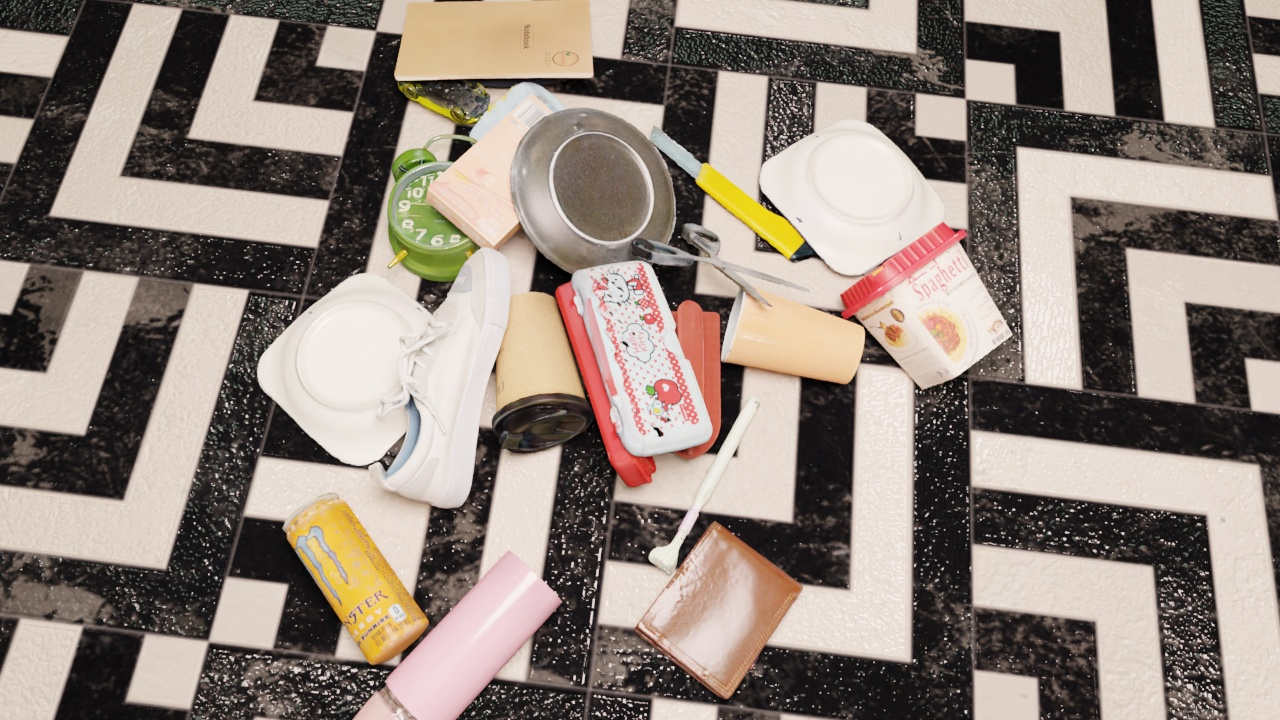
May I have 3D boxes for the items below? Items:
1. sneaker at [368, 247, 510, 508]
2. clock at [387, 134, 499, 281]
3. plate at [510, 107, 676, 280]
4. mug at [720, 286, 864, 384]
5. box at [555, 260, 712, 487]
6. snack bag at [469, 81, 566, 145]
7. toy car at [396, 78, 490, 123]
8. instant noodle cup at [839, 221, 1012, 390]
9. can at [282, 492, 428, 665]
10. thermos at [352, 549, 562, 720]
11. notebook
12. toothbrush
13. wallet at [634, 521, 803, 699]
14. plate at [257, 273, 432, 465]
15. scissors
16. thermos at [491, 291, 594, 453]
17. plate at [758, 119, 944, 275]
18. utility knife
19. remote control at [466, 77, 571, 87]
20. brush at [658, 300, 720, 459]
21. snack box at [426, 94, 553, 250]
[{"bbox_3d":[-0.184,0.007,0.830,0.090,0.090,0.242,17,76,-28],"label":"sneaker"},{"bbox_3d":[-0.197,-0.158,0.927,0.116,0.056,0.161,3,69,-2],"label":"clock"},{"bbox_3d":[-0.040,-0.166,0.900,0.179,0.024,0.179,4,80,-25],"label":"plate"},{"bbox_3d":[0.146,-0.020,0.878,0.123,0.078,0.078,16,69,-2],"label":"mug"},{"bbox_3d":[-0.003,0.003,0.831,0.100,0.095,0.201,-21,61,3],"label":"box"},{"bbox_3d":[-0.078,-0.210,0.960,0.191,0.039,0.110,39,66,10],"label":"snack bag"},{"bbox_3d":[-0.210,-0.285,0.986,0.105,0.032,0.048,27,62,9],"label":"toy car"},{"bbox_3d":[0.275,-0.048,0.875,0.116,0.117,0.124,-35,85,-14],"label":"instant noodle cup"},{"bbox_3d":[-0.246,0.187,0.791,0.058,0.058,0.146,-36,74,-14],"label":"can"},{"bbox_3d":[-0.149,0.261,0.767,0.087,0.067,0.198,48,72,-16],"label":"thermos"},{"bbox_3d":[-0.157,-0.354,1.006,0.207,0.008,0.147,-2,52,-3],"label":"notebook"},{"bbox_3d":[0.064,0.111,0.852,0.029,0.020,0.189,39,69,-20],"label":"toothbrush"},{"bbox_3d":[0.070,0.218,0.806,0.101,0.032,0.124,36,73,8],"label":"wallet"},{"bbox_3d":[-0.269,0.000,0.876,0.163,0.034,0.164,39,73,12],"label":"plate"},{"bbox_3d":[0.075,-0.094,0.884,0.181,0.014,0.159,12,30,-2],"label":"scissors"},{"bbox_3d":[-0.097,0.012,0.851,0.093,0.093,0.143,-10,62,-6],"label":"thermos"},{"bbox_3d":[0.225,-0.181,0.954,0.164,0.034,0.163,-32,73,-19],"label":"plate"},{"bbox_3d":[0.092,-0.176,0.963,0.223,0.015,0.033,41,68,11],"label":"utility knife"},{"bbox_3d":[-0.133,-0.322,1.008,0.136,0.024,0.053,-3,68,-2],"label":"remote control"},{"bbox_3d":[0.045,0.020,0.858,0.063,0.069,0.145,1,69,-1],"label":"brush"},{"bbox_3d":[-0.126,-0.183,0.898,0.084,0.026,0.157,41,66,-2],"label":"snack box"}]
